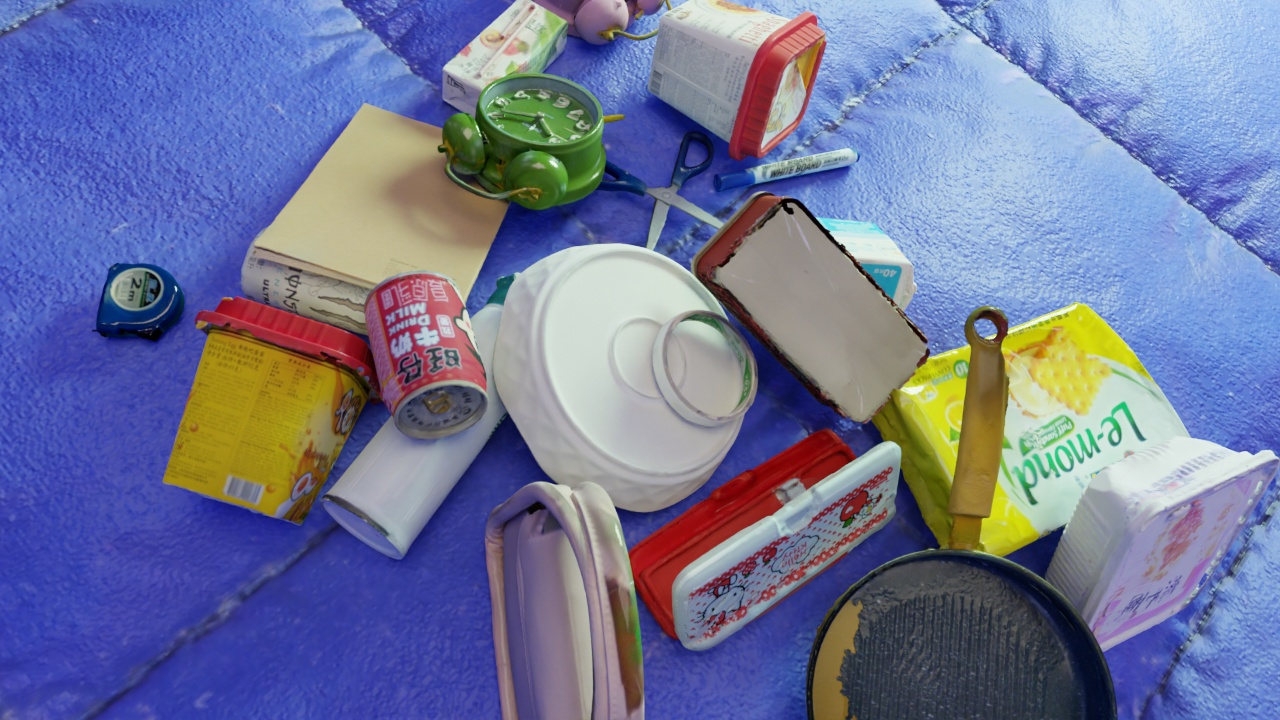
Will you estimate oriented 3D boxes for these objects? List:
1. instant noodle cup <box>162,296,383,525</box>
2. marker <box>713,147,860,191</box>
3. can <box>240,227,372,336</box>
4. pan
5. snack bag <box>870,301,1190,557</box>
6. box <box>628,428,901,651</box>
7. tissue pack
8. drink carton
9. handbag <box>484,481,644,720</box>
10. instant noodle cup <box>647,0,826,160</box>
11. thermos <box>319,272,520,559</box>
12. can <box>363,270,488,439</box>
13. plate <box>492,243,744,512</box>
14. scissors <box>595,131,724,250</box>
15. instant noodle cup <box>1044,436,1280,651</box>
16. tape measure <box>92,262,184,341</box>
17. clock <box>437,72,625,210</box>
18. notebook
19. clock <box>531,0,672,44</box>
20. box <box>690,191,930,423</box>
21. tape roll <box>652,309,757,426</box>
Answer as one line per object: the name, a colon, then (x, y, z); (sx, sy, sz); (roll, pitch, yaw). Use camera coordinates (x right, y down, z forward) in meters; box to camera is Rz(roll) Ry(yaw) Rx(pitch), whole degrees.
instant noodle cup: (-0.245, 0.038, 0.610); (0.116, 0.116, 0.123); (17, 74, -2)
marker: (0.135, -0.174, 0.835); (0.145, 0.017, 0.017); (-14, 68, -17)
can: (-0.215, -0.052, 0.682); (0.146, 0.058, 0.058); (17, 62, -3)
pan: (0.214, 0.144, 0.606); (0.198, 0.078, 0.357); (5, 79, 3)
snack bag: (0.305, 0.056, 0.728); (0.246, 0.068, 0.158); (-18, 68, -18)
box: (0.096, 0.116, 0.641); (0.201, 0.098, 0.095); (-28, 74, -22)
tissue pack: (0.147, -0.075, 0.751); (0.140, 0.063, 0.090); (2, 31, -11)
drink carton: (-0.119, -0.268, 0.813); (0.053, 0.046, 0.122); (33, 62, 6)
handbag: (-0.035, 0.154, 0.519); (0.093, 0.235, 0.193); (-6, 66, -12)
instant noodle cup: (0.081, -0.258, 0.810); (0.124, 0.117, 0.116); (30, 47, 17)
thermos: (-0.127, 0.032, 0.657); (0.073, 0.073, 0.223); (32, 62, 5)
can: (-0.139, -0.003, 0.597); (0.066, 0.067, 0.093); (-12, 57, -17)
plate: (-0.004, 0.004, 0.667); (0.204, 0.046, 0.204); (12, 66, -28)
scissors: (0.020, -0.149, 0.785); (0.174, 0.012, 0.162); (29, 54, 18)
instant noodle cup: (0.361, 0.128, 0.661); (0.137, 0.174, 0.060); (-18, 44, -19)
tape measure: (-0.363, -0.042, 0.668); (0.054, 0.025, 0.058); (4, 68, -12)
clock: (-0.092, -0.174, 0.742); (0.116, 0.056, 0.160); (28, 49, 13)
notebook: (-0.182, -0.125, 0.714); (0.149, 0.012, 0.210); (17, 44, -4)
clock: (-0.038, -0.356, 0.864); (0.117, 0.060, 0.158); (-39, 79, -24)
box: (0.125, -0.035, 0.663); (0.168, 0.077, 0.091); (43, 92, -17)
tape roll: (0.048, 0.005, 0.663); (0.085, 0.014, 0.085); (13, 65, -30)
